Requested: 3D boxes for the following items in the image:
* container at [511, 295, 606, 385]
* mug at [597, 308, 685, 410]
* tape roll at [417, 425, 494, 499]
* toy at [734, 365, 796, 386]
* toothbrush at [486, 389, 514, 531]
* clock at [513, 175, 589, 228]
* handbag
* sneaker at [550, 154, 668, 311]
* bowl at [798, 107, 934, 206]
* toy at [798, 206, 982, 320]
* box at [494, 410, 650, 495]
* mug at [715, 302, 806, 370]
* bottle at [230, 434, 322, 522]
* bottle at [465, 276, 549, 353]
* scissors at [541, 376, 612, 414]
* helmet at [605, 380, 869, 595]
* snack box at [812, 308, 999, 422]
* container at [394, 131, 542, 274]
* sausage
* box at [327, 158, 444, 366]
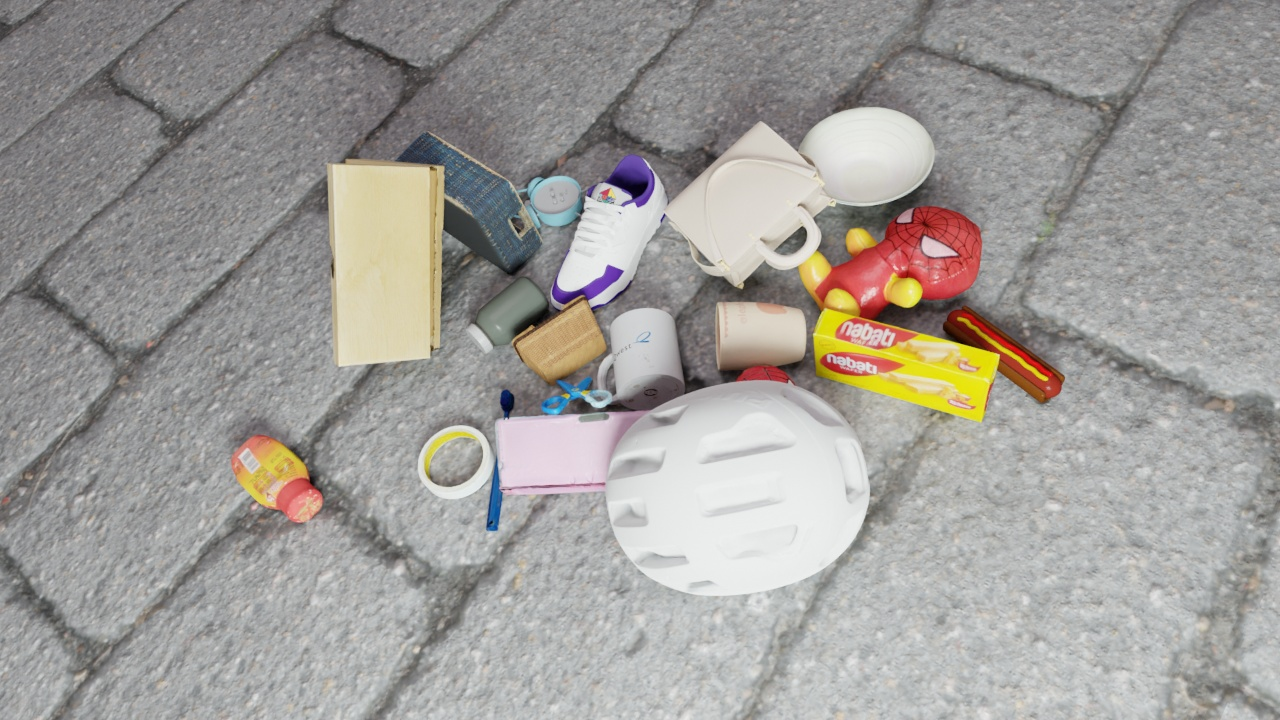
[{"bbox_3d":[-0.099,-0.022,1.184,0.114,0.063,0.061,-34,65,-9],"label":"container"},{"bbox_3d":[-0.007,0.007,1.138,0.120,0.083,0.096,-28,52,29],"label":"mug"},{"bbox_3d":[-0.230,0.126,1.144,0.094,0.019,0.093,-6,57,10],"label":"tape roll"},{"bbox_3d":[0.156,0.066,1.069,0.092,0.062,0.133,-39,70,-4],"label":"toy"},{"bbox_3d":[-0.174,0.120,1.136,0.016,0.017,0.189,-5,58,11],"label":"toothbrush"},{"bbox_3d":[-0.139,-0.231,1.333,0.123,0.042,0.087,0,58,11],"label":"clock"},{"bbox_3d":[0.153,-0.181,1.170,0.195,0.101,0.197,-42,49,7],"label":"handbag"},{"bbox_3d":[-0.045,-0.176,1.235,0.092,0.111,0.243,22,66,24],"label":"sneaker"},{"bbox_3d":[0.302,-0.259,1.238,0.177,0.058,0.176,-6,57,9],"label":"bowl"},{"bbox_3d":[0.311,-0.113,1.120,0.216,0.099,0.147,-21,54,1],"label":"toy"},{"bbox_3d":[-0.057,0.103,1.082,0.233,0.080,0.099,-3,57,11],"label":"box"},{"bbox_3d":[0.146,-0.037,1.130,0.104,0.085,0.111,-1,29,2],"label":"mug"},{"bbox_3d":[-0.458,0.151,1.163,0.134,0.048,0.071,33,71,28],"label":"bottle"},{"bbox_3d":[-0.178,-0.060,1.224,0.108,0.060,0.060,-41,59,-14],"label":"bottle"},{"bbox_3d":[-0.071,0.038,1.123,0.109,0.018,0.130,1,19,14],"label":"scissors"},{"bbox_3d":[0.095,0.133,0.967,0.283,0.183,0.224,-8,81,20],"label":"helmet"},{"bbox_3d":[0.300,0.005,1.052,0.201,0.092,0.042,17,64,22],"label":"snack box"},{"bbox_3d":[-0.241,-0.219,1.287,0.187,0.145,0.071,34,74,28],"label":"container"},{"bbox_3d":[0.420,-0.009,1.065,0.040,0.040,0.155,-38,58,-12],"label":"sausage"},{"bbox_3d":[-0.327,-0.129,1.186,0.142,0.249,0.179,3,15,-1],"label":"box"}]
